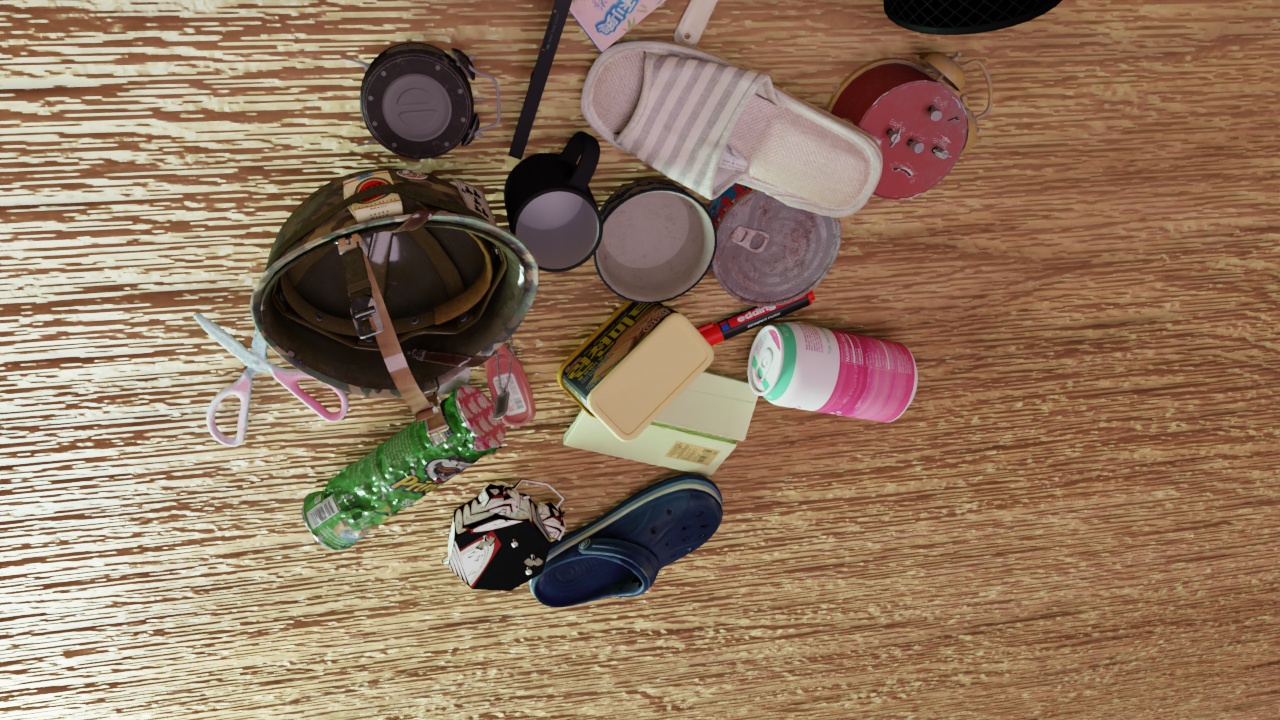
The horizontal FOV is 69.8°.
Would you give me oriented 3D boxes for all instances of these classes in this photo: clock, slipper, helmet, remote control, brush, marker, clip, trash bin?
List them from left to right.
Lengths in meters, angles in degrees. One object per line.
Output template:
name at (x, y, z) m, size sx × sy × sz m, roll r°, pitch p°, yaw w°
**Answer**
helmet at (-0.195, -0.052, 0.742) m, size 0.224 × 0.235 × 0.193 m, roll -5°, pitch 140°, yaw 7°
clock at (-0.179, -0.216, 0.760) m, size 0.122 × 0.043 × 0.091 m, roll -6°, pitch 123°, yaw -10°
clip at (-0.197, 0.012, 0.913) m, size 0.054 × 0.040 × 0.102 m, roll -6°, pitch 134°, yaw -18°
brush at (-0.141, -0.009, 0.912) m, size 0.041 × 0.030 × 0.172 m, roll -15°, pitch 125°, yaw -2°
clock at (-0.146, 0.194, 1.020) m, size 0.114 × 0.065 × 0.155 m, roll 29°, pitch 112°, yaw -28°
remote control at (-0.083, -0.236, 0.755) m, size 0.013 × 0.034 × 0.150 m, roll 17°, pitch 132°, yaw -12°
slipper at (-0.011, 0.227, 1.059) m, size 0.253 × 0.095 × 0.105 m, roll -28°, pitch 122°, yaw 9°
slipper at (0.081, -0.196, 0.795) m, size 0.272 × 0.054 × 0.115 m, roll 18°, pitch 115°, yaw -5°
brush at (0.083, -0.358, 0.753) m, size 0.033 × 0.012 × 0.218 m, roll 17°, pitch 118°, yaw -24°
marker at (0.111, -0.043, 0.956) m, size 0.145 × 0.021 × 0.023 m, roll -23°, pitch 102°, yaw 1°
clock at (0.252, -0.216, 0.841) m, size 0.159 × 0.081 × 0.117 m, roll -28°, pitch 124°, yaw 5°
trash bin at (0.251, -0.376, 0.687) m, size 0.184 × 0.184 × 0.210 m, roll -19°, pitch 130°, yaw -1°

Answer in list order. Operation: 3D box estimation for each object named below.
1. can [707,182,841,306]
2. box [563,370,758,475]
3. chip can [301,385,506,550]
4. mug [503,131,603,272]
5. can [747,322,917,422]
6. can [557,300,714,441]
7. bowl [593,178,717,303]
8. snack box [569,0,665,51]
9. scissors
can at (0.127, -0.120, 0.896) m, size 0.130 × 0.044 × 0.130 m, roll -6°, pitch 123°, yaw -10°
box at (0.025, 0.063, 0.992) m, size 0.187 × 0.048 × 0.141 m, roll 16°, pitch 120°, yaw -22°
chip can at (-0.242, 0.113, 0.926) m, size 0.224 × 0.075 × 0.075 m, roll -34°, pitch 124°, yaw 17°
mug at (-0.070, -0.146, 0.805) m, size 0.078 × 0.088 × 0.114 m, roll 22°, pitch 114°, yaw -25°
can at (0.204, 0.012, 0.973) m, size 0.165 × 0.088 × 0.088 m, roll 9°, pitch 119°, yaw -19°
can at (-0.005, 0.005, 0.887) m, size 0.130 × 0.101 × 0.072 m, roll -44°, pitch 113°, yaw -4°
bowl at (0.008, -0.118, 0.859) m, size 0.115 × 0.059 × 0.116 m, roll -6°, pitch 123°, yaw -10°
snack box at (-0.045, -0.333, 0.724) m, size 0.088 × 0.033 × 0.154 m, roll -36°, pitch 123°, yaw 12°
scissors at (-0.374, 0.022, 0.886) m, size 0.168 × 0.014 × 0.170 m, roll -37°, pitch 123°, yaw 11°
